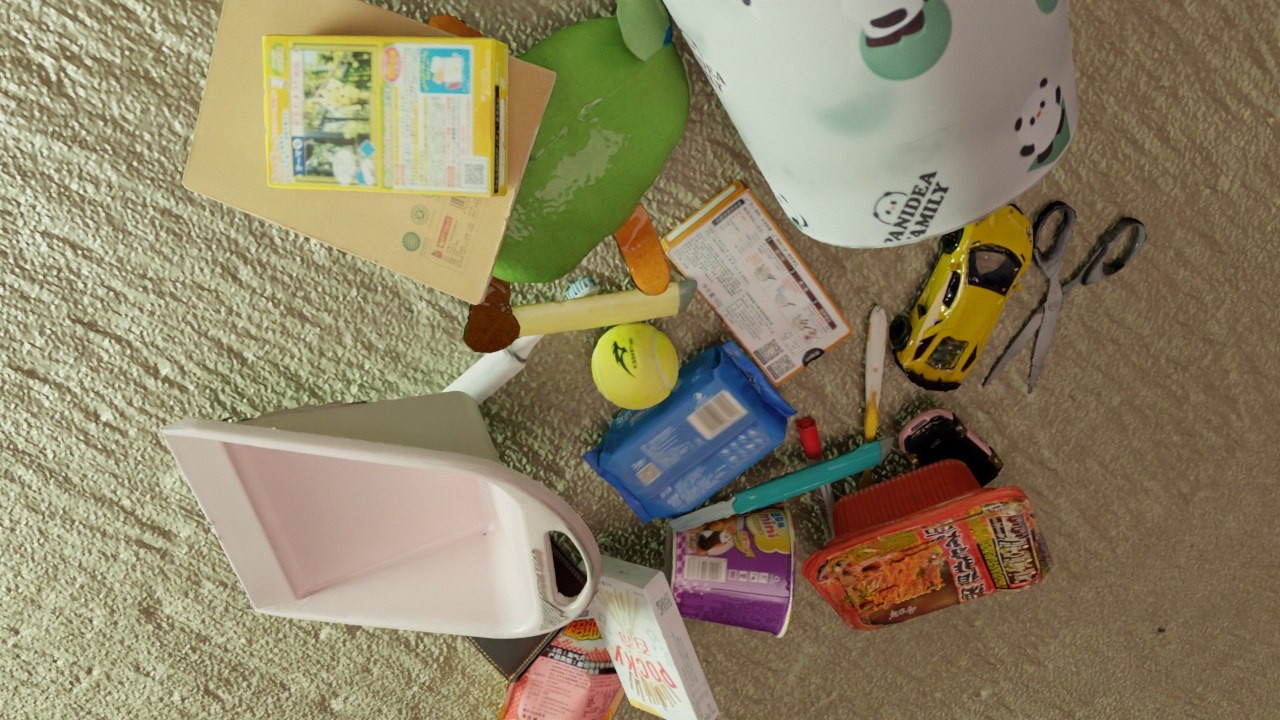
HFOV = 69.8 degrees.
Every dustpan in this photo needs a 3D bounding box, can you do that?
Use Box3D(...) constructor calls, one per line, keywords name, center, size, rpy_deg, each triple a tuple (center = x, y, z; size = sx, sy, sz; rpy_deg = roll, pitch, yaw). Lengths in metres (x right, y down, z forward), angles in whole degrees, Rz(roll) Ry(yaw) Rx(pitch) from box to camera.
Box3D(name="dustpan", center=(-0.177, 0.134, 0.656), size=(0.273, 0.138, 0.223), rpy_deg=(-16, 134, -12))

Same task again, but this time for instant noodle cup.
Box3D(name="instant noodle cup", center=(0.238, 0.156, 0.779), size=(0.189, 0.079, 0.164), rpy_deg=(-24, 136, 15))
Box3D(name="instant noodle cup", center=(0.071, 0.173, 0.772), size=(0.099, 0.111, 0.112), rpy_deg=(3, 118, -1))

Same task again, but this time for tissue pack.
Box3D(name="tissue pack", center=(0.038, 0.059, 0.729), size=(0.157, 0.052, 0.095), rpy_deg=(-38, 116, 12))

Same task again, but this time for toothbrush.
Box3D(name="toothbrush", center=(0.192, 0.041, 0.769), size=(0.016, 0.018, 0.192), rpy_deg=(-8, 117, -10))
Box3D(name="toothbrush", center=(-0.116, 0.012, 0.692), size=(0.221, 0.026, 0.026), rpy_deg=(-39, 153, 12))

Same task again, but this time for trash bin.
Box3D(name="trash bin", center=(0.122, -0.216, 0.508), size=(0.230, 0.229, 0.252), rpy_deg=(-30, 124, 6))

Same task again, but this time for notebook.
Box3D(name="notebook", center=(-0.169, -0.138, 0.556), size=(0.208, 0.008, 0.148), rpy_deg=(22, 104, 5))

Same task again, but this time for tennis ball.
Box3D(name="tennis ball", center=(-0.004, 0.004, 0.685), size=(0.065, 0.065, 0.065), rpy_deg=(-4, 118, -8))

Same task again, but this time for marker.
Box3D(name="marker", center=(0.158, 0.111, 0.799), size=(0.017, 0.017, 0.145), rpy_deg=(-19, 119, 0))

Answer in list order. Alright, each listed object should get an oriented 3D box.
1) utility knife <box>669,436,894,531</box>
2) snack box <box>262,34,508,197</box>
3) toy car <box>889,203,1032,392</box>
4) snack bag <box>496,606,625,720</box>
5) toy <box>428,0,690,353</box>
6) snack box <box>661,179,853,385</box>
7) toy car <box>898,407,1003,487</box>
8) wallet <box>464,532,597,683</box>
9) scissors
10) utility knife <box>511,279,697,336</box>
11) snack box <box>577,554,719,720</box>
Box3D(name="utility knife", center=(0.118, 0.102, 0.753), size=(0.205, 0.013, 0.029), rpy_deg=(-18, 125, -14))
Box3D(name="snack box", center=(-0.146, -0.141, 0.530), size=(0.140, 0.033, 0.087), rpy_deg=(3, 102, 7))
Box3D(name="toy car", center=(0.252, -0.049, 0.715), size=(0.071, 0.041, 0.156), rpy_deg=(15, 113, -17))
Box3D(name="snack bag", center=(-0.059, 0.279, 0.828), size=(0.128, 0.073, 0.208), rpy_deg=(13, 107, -23))
Box3D(name="toy", center=(-0.064, -0.125, 0.591), size=(0.247, 0.090, 0.227), rpy_deg=(-40, 102, 11))
Box3D(name="snack box", center=(0.090, -0.055, 0.692), size=(0.075, 0.026, 0.154), rpy_deg=(-37, 117, 11))
Box3D(name="toy car", center=(0.265, 0.078, 0.789), size=(0.056, 0.037, 0.122), rpy_deg=(-40, 129, 19))
Box3D(name="wallet", center=(-0.103, 0.198, 0.770), size=(0.096, 0.020, 0.122), rpy_deg=(44, 109, 15))
Box3D(name="scissors", center=(0.338, -0.052, 0.744), size=(0.175, 0.014, 0.159), rpy_deg=(-32, 119, 9))
Box3D(name="utility knife", center=(-0.039, -0.036, 0.659), size=(0.164, 0.018, 0.031), rpy_deg=(-10, 120, -11))
Box3D(name="snack box", center=(0.005, 0.235, 0.766), size=(0.026, 0.085, 0.157), rpy_deg=(-37, 117, -38))
